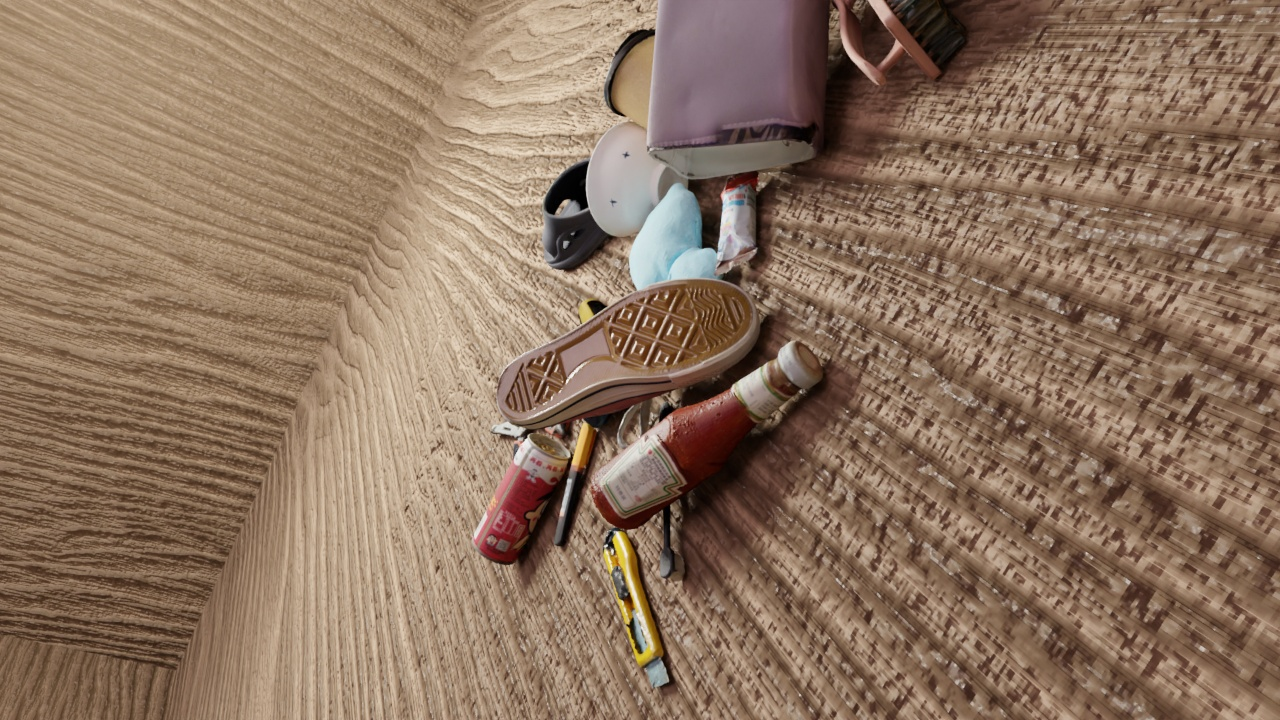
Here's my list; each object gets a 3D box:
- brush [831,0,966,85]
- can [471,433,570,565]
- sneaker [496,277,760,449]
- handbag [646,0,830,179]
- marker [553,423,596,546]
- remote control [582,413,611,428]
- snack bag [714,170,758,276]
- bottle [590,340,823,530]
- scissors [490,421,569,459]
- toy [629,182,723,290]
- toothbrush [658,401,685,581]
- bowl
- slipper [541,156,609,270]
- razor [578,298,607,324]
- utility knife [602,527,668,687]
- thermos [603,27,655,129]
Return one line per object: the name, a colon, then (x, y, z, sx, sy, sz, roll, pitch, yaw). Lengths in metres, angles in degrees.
brush: (0.183, -0.263, 0.689, 0.073, 0.063, 0.145, -40, 35, 27)
can: (-0.124, 0.144, 0.958, 0.133, 0.053, 0.053, -61, 26, 11)
sneaker: (-0.005, 0.005, 0.782, 0.241, 0.087, 0.118, -22, 65, 20)
handbag: (0.089, -0.264, 0.777, 0.145, 0.098, 0.197, 0, 83, 36)
marker: (-0.065, 0.123, 0.910, 0.018, 0.015, 0.123, -9, 63, 62)
remote control: (-0.047, 0.034, 0.935, 0.053, 0.024, 0.136, -64, 25, 6)
snack bag: (0.085, -0.121, 0.802, 0.045, 0.026, 0.105, -20, 50, 34)
bottle: (0.047, 0.056, 0.685, 0.207, 0.059, 0.059, -40, 35, 28)
scissors: (-0.134, 0.086, 1.069, 0.190, 0.015, 0.224, -46, 33, 37)
toy: (0.029, -0.089, 0.861, 0.156, 0.049, 0.161, 19, 91, 55)
toothbrush: (0.024, 0.102, 0.754, 0.016, 0.018, 0.180, -44, 31, 34)
bowl: (0.008, -0.179, 0.931, 0.065, 0.118, 0.118, 19, 86, 39)
slipper: (-0.065, -0.200, 1.095, 0.269, 0.083, 0.110, -28, 44, 55)
razor: (-0.036, -0.033, 0.938, 0.167, 0.062, 0.068, -125, 39, -67)
utility knife: (-0.006, 0.192, 0.732, 0.033, 0.015, 0.177, -61, 26, 19)
thermos: (0.033, -0.252, 0.888, 0.143, 0.092, 0.093, 45, 114, 24)
